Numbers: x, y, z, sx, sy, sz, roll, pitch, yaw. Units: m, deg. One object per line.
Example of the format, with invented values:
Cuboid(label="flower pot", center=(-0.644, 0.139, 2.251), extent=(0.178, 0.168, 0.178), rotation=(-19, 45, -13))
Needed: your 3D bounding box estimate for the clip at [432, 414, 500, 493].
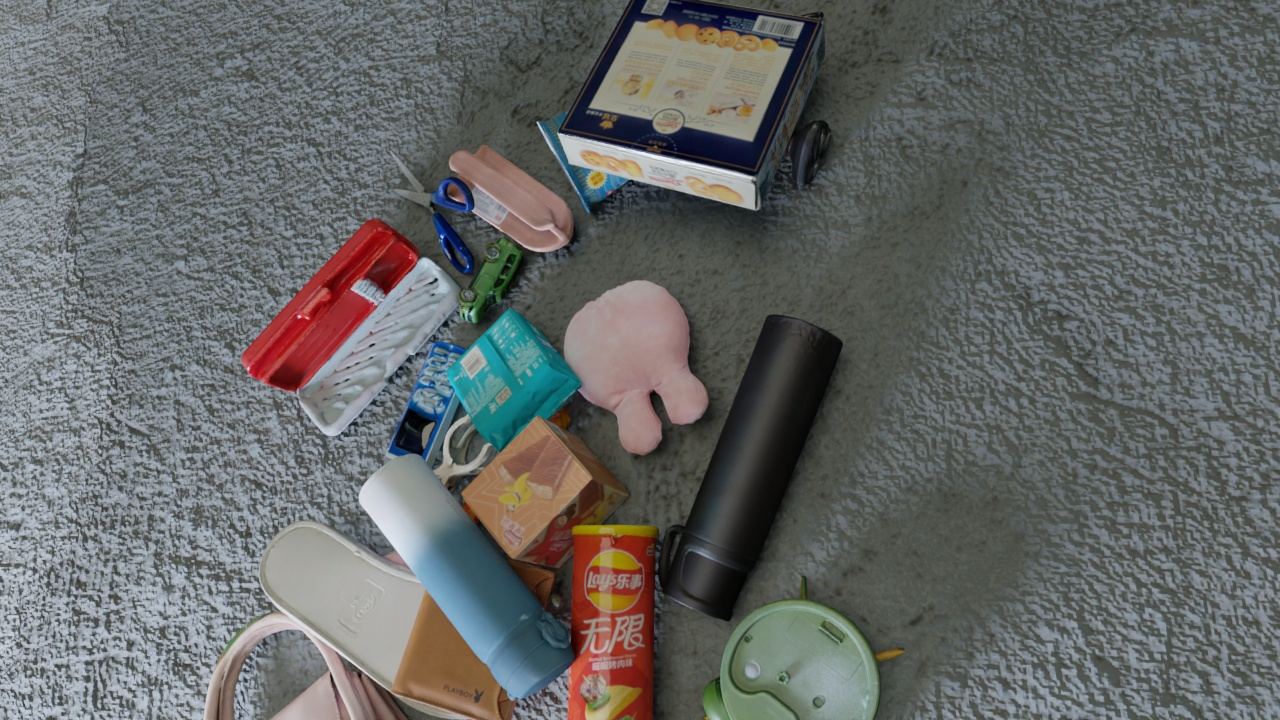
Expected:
Cuboid(label="clip", center=(-0.177, 0.087, 0.864), extent=(0.104, 0.035, 0.086), rotation=(-29, 69, 19))

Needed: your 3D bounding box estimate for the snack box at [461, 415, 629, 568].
Cuboid(label="snack box", center=(-0.079, 0.115, 0.784), extent=(0.094, 0.093, 0.077), rotation=(-46, 65, 1))

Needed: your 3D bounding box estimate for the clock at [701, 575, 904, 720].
Cuboid(label="clock", center=(0.113, 0.254, 0.690), extent=(0.116, 0.056, 0.161), rotation=(34, 88, 26))

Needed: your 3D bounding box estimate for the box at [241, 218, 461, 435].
Cuboid(label="box", center=(-0.283, -0.032, 0.904), extent=(0.201, 0.095, 0.100), rotation=(-48, 62, 0))

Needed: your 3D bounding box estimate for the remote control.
Cuboid(label="remote control", center=(-0.201, 0.044, 0.889), extent=(0.049, 0.024, 0.124), rotation=(18, 79, 24))

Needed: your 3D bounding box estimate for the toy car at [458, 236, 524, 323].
Cuboid(label="toy car", center=(-0.146, -0.076, 0.895), extent=(0.036, 0.043, 0.091), rotation=(30, 77, 3))

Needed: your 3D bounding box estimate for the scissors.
Cuboid(label="scissors", center=(-0.210, -0.154, 0.936), extent=(0.163, 0.012, 0.163), rotation=(-9, 101, 56))

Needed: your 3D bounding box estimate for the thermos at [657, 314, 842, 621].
Cuboid(label="thermos", center=(0.081, 0.083, 0.752), extent=(0.090, 0.068, 0.242), rotation=(17, 80, 46))

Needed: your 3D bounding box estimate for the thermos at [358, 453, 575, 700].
Cuboid(label="thermos", center=(-0.138, 0.170, 0.733), extent=(0.070, 0.070, 0.220), rotation=(-47, 68, 2))

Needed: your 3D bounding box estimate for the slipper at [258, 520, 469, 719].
Cuboid(label="slipper", center=(-0.218, 0.227, 0.817), extent=(0.274, 0.054, 0.114), rotation=(22, 73, 15))

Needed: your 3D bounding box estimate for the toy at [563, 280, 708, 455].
Cuboid(label="toy", center=(-0.005, 0.005, 0.810), extent=(0.121, 0.054, 0.159), rotation=(-34, 60, 15))

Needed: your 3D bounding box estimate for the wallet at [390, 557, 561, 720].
Cuboid(label="wallet", center=(-0.131, 0.227, 0.762), extent=(0.119, 0.035, 0.130), rotation=(12, 71, 14))

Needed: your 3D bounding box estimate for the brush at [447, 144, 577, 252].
Cuboid(label="brush", center=(-0.124, -0.154, 0.895), extent=(0.146, 0.073, 0.063), rotation=(37, 88, 24))

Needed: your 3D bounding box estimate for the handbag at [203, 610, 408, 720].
Cuboid(label="handbag", center=(-0.312, 0.335, 0.818), extent=(0.193, 0.093, 0.234), rotation=(-39, 57, 5))

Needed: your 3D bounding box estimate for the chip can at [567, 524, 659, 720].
Cuboid(label="chip can", center=(-0.024, 0.240, 0.730), extent=(0.073, 0.073, 0.216), rotation=(-3, 76, 20))

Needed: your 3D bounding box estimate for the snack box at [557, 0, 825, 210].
Cuboid(label="snack box", center=(0.046, -0.232, 0.796), extent=(0.178, 0.046, 0.182), rotation=(17, 67, 18))

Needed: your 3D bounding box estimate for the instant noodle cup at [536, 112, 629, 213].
Cuboid(label="instant noodle cup", center=(-0.027, -0.210, 0.870), extent=(0.110, 0.099, 0.099), rotation=(-31, 66, 1))

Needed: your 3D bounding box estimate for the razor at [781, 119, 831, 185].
Cuboid(label="razor", center=(0.109, -0.227, 0.848), extent=(0.067, 0.062, 0.167), rotation=(-29, 56, -23))

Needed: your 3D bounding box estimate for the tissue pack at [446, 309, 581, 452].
Cuboid(label="tissue pack", center=(-0.114, 0.019, 0.828), extent=(0.093, 0.050, 0.133), rotation=(-45, 40, 3))

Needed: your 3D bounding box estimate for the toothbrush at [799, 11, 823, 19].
Cuboid(label="toothbrush", center=(0.087, -0.301, 0.895), extent=(0.189, 0.014, 0.016), rotation=(-15, 81, 16))

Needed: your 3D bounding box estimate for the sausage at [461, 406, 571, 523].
Cuboid(label="sausage", center=(-0.121, 0.103, 0.843), extent=(0.165, 0.021, 0.021), rotation=(-47, 64, 2))
